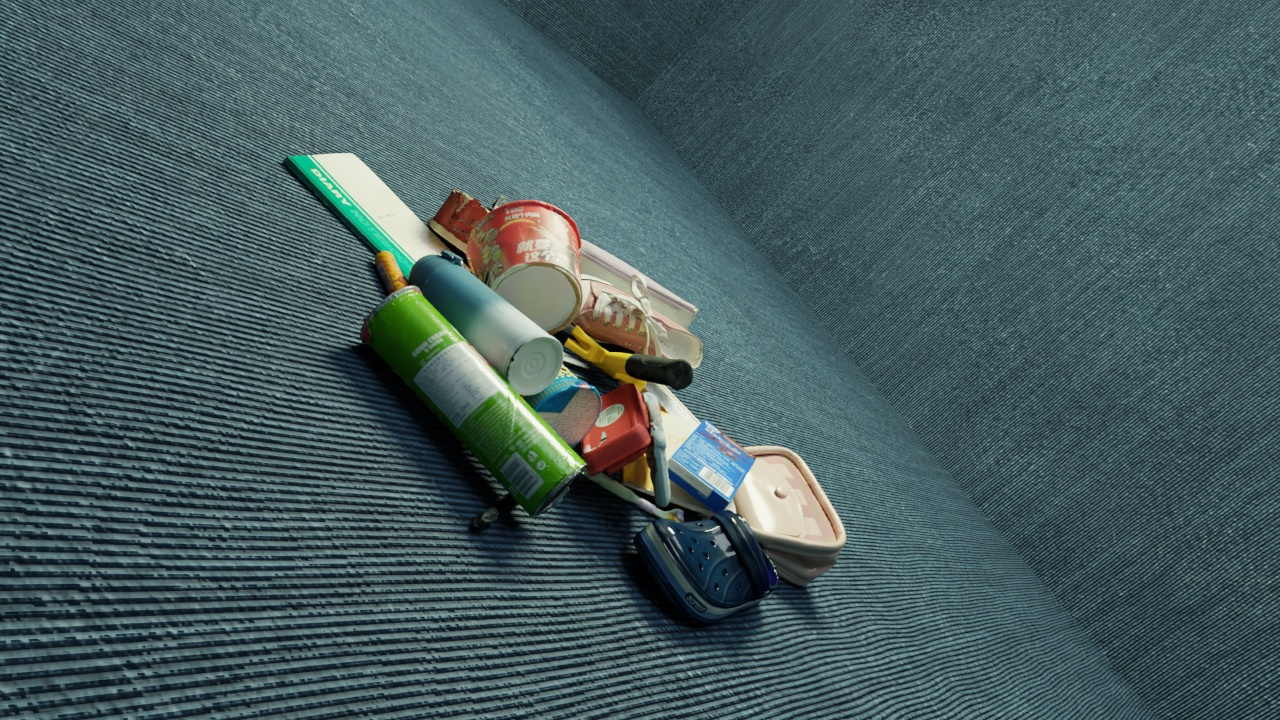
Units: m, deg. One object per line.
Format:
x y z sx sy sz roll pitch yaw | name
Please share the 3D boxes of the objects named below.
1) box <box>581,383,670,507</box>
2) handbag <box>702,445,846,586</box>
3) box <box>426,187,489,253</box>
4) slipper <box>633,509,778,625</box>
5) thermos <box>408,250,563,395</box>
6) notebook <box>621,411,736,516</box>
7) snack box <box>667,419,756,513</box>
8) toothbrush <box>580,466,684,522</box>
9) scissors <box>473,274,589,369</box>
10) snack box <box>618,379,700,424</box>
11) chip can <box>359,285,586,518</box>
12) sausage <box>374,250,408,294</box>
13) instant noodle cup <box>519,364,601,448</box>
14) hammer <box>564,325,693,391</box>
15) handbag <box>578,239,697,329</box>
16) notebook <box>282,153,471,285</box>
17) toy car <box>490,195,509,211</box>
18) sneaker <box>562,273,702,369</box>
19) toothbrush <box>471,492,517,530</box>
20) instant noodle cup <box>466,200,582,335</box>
-0.005 0.097 1.010 0.100 0.095 0.201 60 3 -12 | box
0.142 0.184 1.207 0.234 0.094 0.193 21 28 -30 | handbag
-0.179 -0.152 1.177 0.168 0.077 0.091 36 1 -26 | box
0.092 0.214 0.981 0.105 0.095 0.252 53 15 31 | slipper
-0.164 -0.045 0.928 0.220 0.070 0.070 37 9 39 | thermos
0.044 0.120 1.142 0.146 0.010 0.206 21 23 -10 | notebook
0.085 0.126 1.107 0.084 0.026 0.156 36 21 8 | snack box
-0.024 0.140 1.005 0.189 0.029 0.020 34 -22 -28 | toothbrush
-0.142 -0.032 1.118 0.233 0.022 0.220 51 18 20 | scissors
0.038 0.071 1.288 0.153 0.026 0.075 46 18 4 | snack box
-0.151 0.037 0.830 0.236 0.072 0.072 44 17 10 | chip can
-0.244 -0.060 0.950 0.021 0.021 0.165 21 30 -53 | sausage
-0.109 0.030 0.947 0.099 0.099 0.110 21 22 -53 | instant noodle cup
-0.006 0.006 1.081 0.128 0.033 0.301 32 -7 -17 | hammer
-0.031 -0.097 1.353 0.197 0.098 0.145 29 13 -14 | handbag
-0.302 -0.164 1.074 0.209 0.012 0.150 45 18 -2 | notebook
-0.204 -0.214 1.373 0.049 0.031 0.105 39 17 -16 | toy car
-0.011 -0.053 1.232 0.241 0.118 0.088 26 -20 -18 | sneaker
-0.112 0.123 0.849 0.014 0.016 0.189 47 16 4 | toothbrush
-0.127 -0.101 1.063 0.138 0.138 0.108 32 26 -36 | instant noodle cup
